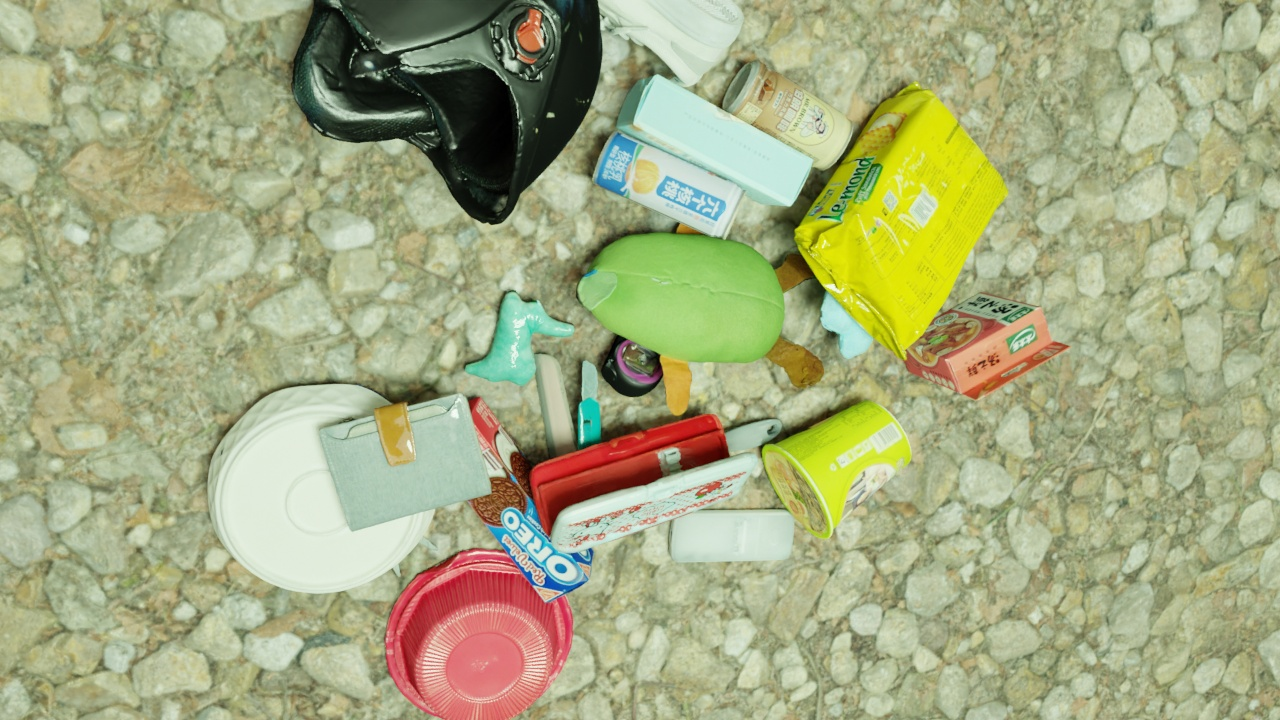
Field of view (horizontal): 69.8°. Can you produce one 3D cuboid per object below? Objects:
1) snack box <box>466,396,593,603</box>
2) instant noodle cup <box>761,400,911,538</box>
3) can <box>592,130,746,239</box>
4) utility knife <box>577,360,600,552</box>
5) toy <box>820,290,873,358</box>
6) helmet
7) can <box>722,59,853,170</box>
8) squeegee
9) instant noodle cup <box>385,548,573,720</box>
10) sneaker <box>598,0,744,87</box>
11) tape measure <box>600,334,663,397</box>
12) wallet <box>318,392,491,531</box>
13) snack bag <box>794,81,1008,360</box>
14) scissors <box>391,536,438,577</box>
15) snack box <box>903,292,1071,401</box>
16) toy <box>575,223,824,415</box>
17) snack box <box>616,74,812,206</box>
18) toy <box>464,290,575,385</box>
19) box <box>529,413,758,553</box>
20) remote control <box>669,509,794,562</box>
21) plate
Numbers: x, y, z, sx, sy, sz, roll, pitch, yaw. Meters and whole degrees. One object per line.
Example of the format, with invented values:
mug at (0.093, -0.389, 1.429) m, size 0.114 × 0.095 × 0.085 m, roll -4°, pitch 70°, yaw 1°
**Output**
snack box at (-0.123, 0.136, 0.889) m, size 0.057 × 0.058 × 0.207 m, roll -30°, pitch 107°, yaw 11°
instant noodle cup at (0.207, 0.104, 0.946) m, size 0.123 × 0.112 × 0.112 m, roll -30°, pitch 107°, yaw -14°
can at (0.027, -0.160, 0.845) m, size 0.134 × 0.053 × 0.053 m, roll 24°, pitch 96°, yaw 3°
utility knife at (-0.050, 0.093, 0.890) m, size 0.029 × 0.013 × 0.187 m, roll -4°, pitch 95°, yaw -35°
toy at (0.242, -0.066, 0.925) m, size 0.156 × 0.050 × 0.161 m, roll -54°, pitch 127°, yaw -16°
helmet at (-0.139, -0.254, 0.715) m, size 0.229 × 0.234 × 0.275 m, roll -38°, pitch 106°, yaw -22°
can at (0.140, -0.232, 0.873) m, size 0.116 × 0.058 × 0.058 m, roll 26°, pitch 95°, yaw -17°
squeegee at (0.032, 0.093, 0.933) m, size 0.249 × 0.040 × 0.248 m, roll -11°, pitch 104°, yaw -11°
instant noodle cup at (-0.158, 0.291, 0.919) m, size 0.193 × 0.066 × 0.194 m, roll -2°, pitch 102°, yaw -12°
sneaker at (-0.028, -0.334, 0.806) m, size 0.242 × 0.089 × 0.091 m, roll 37°, pitch 132°, yaw -3°
tape measure at (-0.005, 0.005, 0.893) m, size 0.058 × 0.039 × 0.057 m, roll 31°, pitch 62°, yaw -8°
wallet at (-0.207, 0.088, 0.813) m, size 0.129 × 0.037 × 0.106 m, roll -14°, pitch 108°, yaw -6°
snack bag at (0.255, -0.139, 0.873) m, size 0.158 × 0.068 × 0.245 m, roll 44°, pitch 64°, yaw -17°
scissors at (-0.272, 0.135, 0.884) m, size 0.163 × 0.012 × 0.162 m, roll 2°, pitch 101°, yaw -14°
snack box at (0.344, -0.018, 0.934) m, size 0.113 × 0.127 × 0.044 m, roll -29°, pitch 107°, yaw -7°
toy at (0.058, -0.058, 0.875) m, size 0.246 × 0.090 × 0.226 m, roll 11°, pitch 73°, yaw -12°
snack box at (0.068, -0.202, 0.855) m, size 0.174 × 0.074 × 0.051 m, roll 24°, pitch 96°, yaw -17°
toy at (-0.114, -0.020, 0.876) m, size 0.096 × 0.030 × 0.092 m, roll 11°, pitch 102°, yaw -5°
box at (0.008, 0.114, 0.848) m, size 0.201 × 0.099 × 0.095 m, roll -15°, pitch 91°, yaw -21°
remote control at (0.098, 0.186, 0.978) m, size 0.136 × 0.020 × 0.056 m, roll 1°, pitch 101°, yaw -13°
plate at (-0.292, 0.124, 0.846) m, size 0.204 × 0.045 × 0.205 m, roll -3°, pitch 104°, yaw -13°
